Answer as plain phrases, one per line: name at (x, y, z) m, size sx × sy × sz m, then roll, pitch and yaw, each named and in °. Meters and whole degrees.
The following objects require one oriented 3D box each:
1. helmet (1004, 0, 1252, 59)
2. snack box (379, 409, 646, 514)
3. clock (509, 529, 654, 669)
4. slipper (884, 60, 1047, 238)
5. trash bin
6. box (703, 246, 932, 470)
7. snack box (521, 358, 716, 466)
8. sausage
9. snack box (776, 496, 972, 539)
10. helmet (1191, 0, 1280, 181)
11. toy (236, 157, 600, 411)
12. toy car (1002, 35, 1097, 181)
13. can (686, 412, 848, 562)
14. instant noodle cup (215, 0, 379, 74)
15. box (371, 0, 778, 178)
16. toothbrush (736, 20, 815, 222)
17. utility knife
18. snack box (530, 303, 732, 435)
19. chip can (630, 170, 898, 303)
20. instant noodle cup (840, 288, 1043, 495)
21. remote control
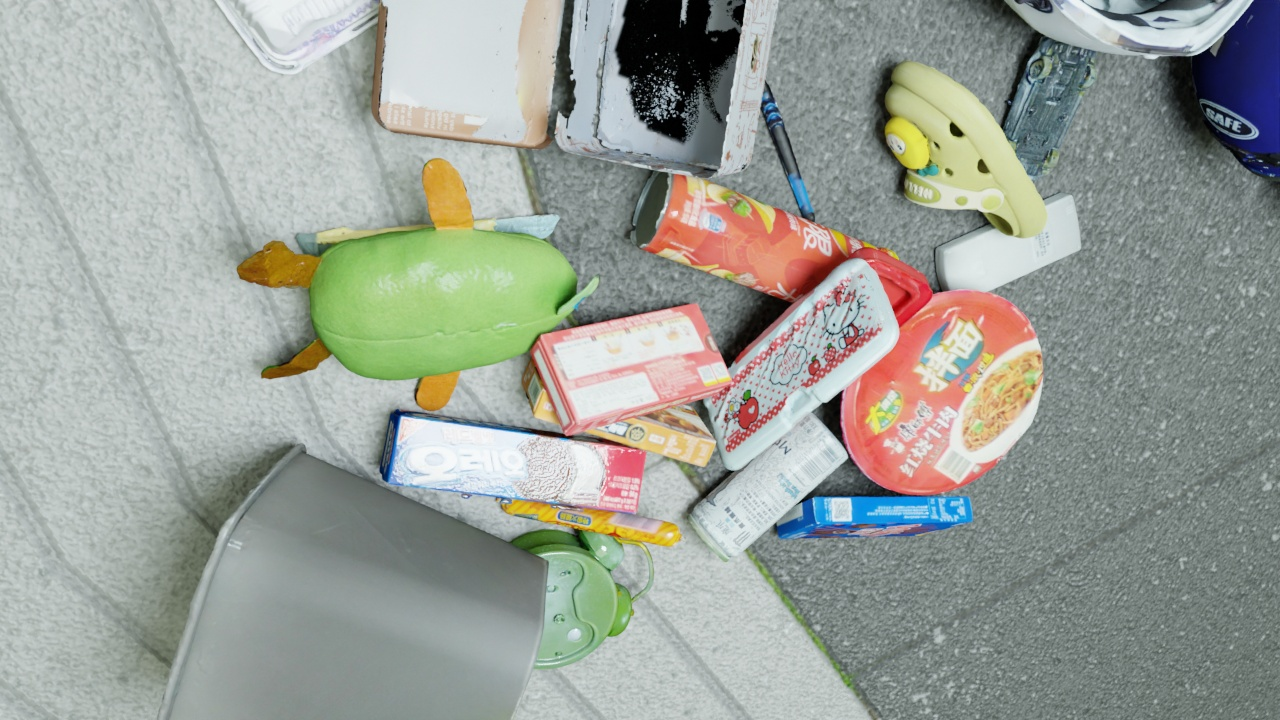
helmet at (0.338, -0.346, 0.670) m, size 0.258 × 0.146 × 0.229 m, roll 27°, pitch 99°, yaw -12°
snack box at (-0.102, 0.084, 0.747) m, size 0.207 × 0.057 × 0.058 m, roll 10°, pitch 90°, yaw -18°
clock at (-0.065, 0.201, 0.804) m, size 0.161 × 0.056 × 0.116 m, roll -12°, pitch 112°, yaw -11°
slipper at (0.257, -0.155, 0.748) m, size 0.082 × 0.091 × 0.190 m, roll -44°, pitch 115°, yaw 8°
trash bin at (-0.196, 0.202, 0.670) m, size 0.219 × 0.199 × 0.199 m, roll 21°, pitch 102°, yaw -8°
box at (0.137, 0.011, 0.722) m, size 0.095 × 0.101 × 0.202 m, roll 23°, pitch 134°, yaw -23°
snack box at (-0.018, 0.042, 0.749) m, size 0.153 × 0.075 × 0.026 m, roll 18°, pitch 105°, yaw -20°
sausage at (-0.042, 0.134, 0.778) m, size 0.165 × 0.021 × 0.021 m, roll 10°, pitch 107°, yaw 6°
snack box at (0.214, 0.145, 0.845) m, size 0.157 × 0.085 × 0.026 m, roll 2°, pitch 71°, yaw -15°
helmet at (0.569, -0.251, 0.719) m, size 0.240 × 0.246 × 0.316 m, roll 0°, pitch 121°, yaw -5°
toy at (-0.158, -0.043, 0.673) m, size 0.246 × 0.090 × 0.228 m, roll -6°, pitch 137°, yaw -21°
toy car at (0.340, -0.213, 0.778) m, size 0.054 × 0.036 × 0.121 m, roll 4°, pitch 118°, yaw -17°
can at (0.113, 0.112, 0.818) m, size 0.147 × 0.058 × 0.058 m, roll -42°, pitch 114°, yaw 3°
instant noodle cup at (-0.232, -0.288, 0.585) m, size 0.138 × 0.060 × 0.173 m, roll -33°, pitch 115°, yaw -2°
box at (-0.039, -0.229, 0.626) m, size 0.272 × 0.130 × 0.179 m, roll 7°, pitch 107°, yaw -7°
toothbrush at (0.108, -0.191, 0.734) m, size 0.014 × 0.016 × 0.189 m, roll -24°, pitch 115°, yaw 3°
utility knife at (-0.158, -0.094, 0.701) m, size 0.195 × 0.020 × 0.031 m, roll -10°, pitch 117°, yaw -16°
snack box at (-0.004, 0.004, 0.718) m, size 0.152 × 0.026 × 0.075 m, roll -14°, pitch 71°, yaw -34°
chip can at (0.103, -0.090, 0.738) m, size 0.216 × 0.073 × 0.073 m, roll 18°, pitch 103°, yaw -19°
instant noodle cup at (0.257, 0.022, 0.822) m, size 0.193 × 0.066 × 0.194 m, roll -4°, pitch 110°, yaw -12°
remote control at (0.329, -0.100, 0.822) m, size 0.135 × 0.019 × 0.056 m, roll -24°, pitch 113°, yaw -5°
